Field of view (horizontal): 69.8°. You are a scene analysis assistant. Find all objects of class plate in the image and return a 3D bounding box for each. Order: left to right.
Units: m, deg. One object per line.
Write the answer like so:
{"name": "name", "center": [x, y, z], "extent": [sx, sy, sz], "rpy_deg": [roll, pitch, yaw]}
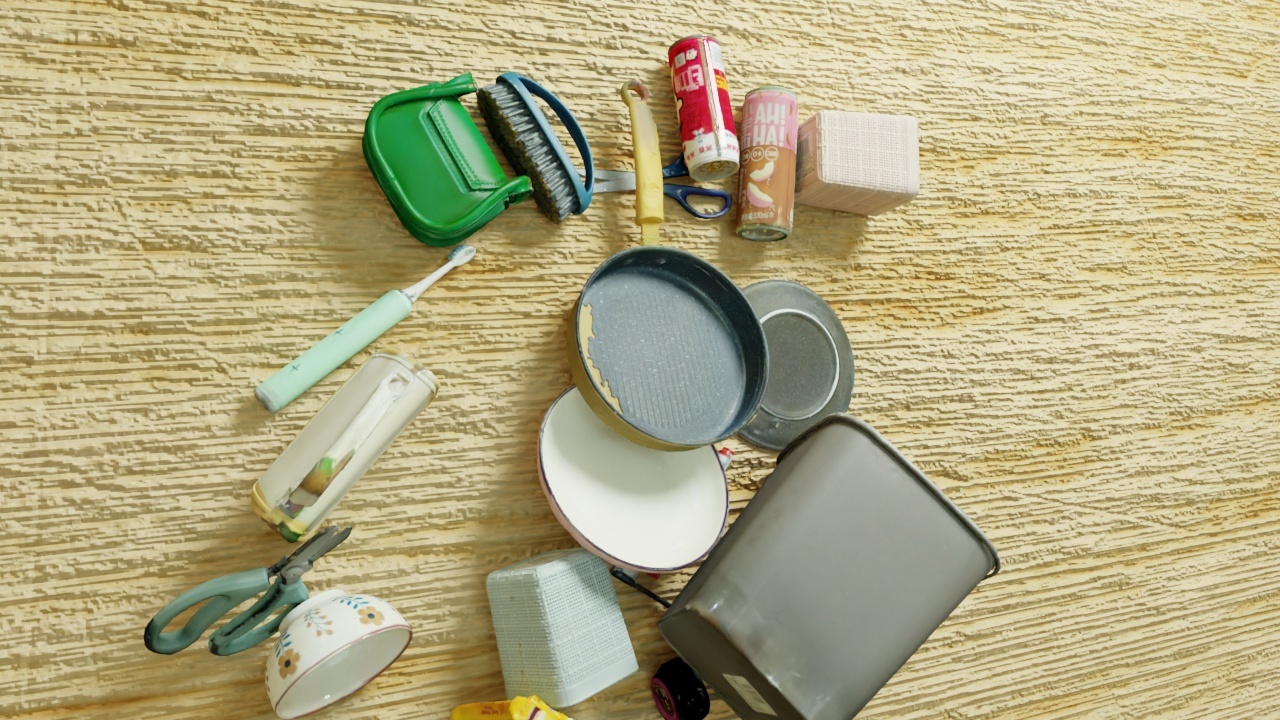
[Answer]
{"name": "plate", "center": [-0.010, 0.105, 0.824], "extent": [0.192, 0.039, 0.192], "rpy_deg": [19, 49, -23]}
{"name": "plate", "center": [0.149, 0.004, 0.937], "extent": [0.179, 0.024, 0.179], "rpy_deg": [2, 84, -23]}

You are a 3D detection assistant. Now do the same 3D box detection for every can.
{"name": "can", "center": [0.062, -0.247, 0.900], "extent": [0.053, 0.053, 0.132], "rpy_deg": [-4, 78, -23]}
{"name": "can", "center": [0.128, -0.198, 0.930], "extent": [0.058, 0.058, 0.147], "rpy_deg": [7, 82, -22]}

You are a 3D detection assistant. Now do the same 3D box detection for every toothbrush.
{"name": "toothbrush", "center": [-0.229, -0.033, 0.784], "extent": [0.224, 0.027, 0.026], "rpy_deg": [-41, 138, -20]}
{"name": "toothbrush", "center": [0.046, 0.243, 0.876], "extent": [0.181, 0.016, 0.018], "rpy_deg": [37, 64, -14]}

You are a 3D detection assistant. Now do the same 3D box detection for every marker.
{"name": "marker", "center": [0.048, 0.145, 0.886], "extent": [0.017, 0.017, 0.145], "rpy_deg": [39, 72, -14]}

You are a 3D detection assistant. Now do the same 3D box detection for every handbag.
{"name": "handbag", "center": [-0.225, 0.060, 0.695], "extent": [0.063, 0.179, 0.163], "rpy_deg": [41, 73, -8]}
{"name": "handbag", "center": [-0.170, -0.173, 0.795], "extent": [0.120, 0.068, 0.131], "rpy_deg": [-33, 96, -15]}

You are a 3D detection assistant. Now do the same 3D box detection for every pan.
{"name": "pan", "center": [0.016, -0.091, 0.857], "extent": [0.197, 0.078, 0.357], "rpy_deg": [-3, 70, -28]}

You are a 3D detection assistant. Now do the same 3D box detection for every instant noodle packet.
{"name": "instant noodle packet", "center": [-0.094, 0.320, 0.754], "extent": [0.111, 0.129, 0.044], "rpy_deg": [43, 46, -16]}

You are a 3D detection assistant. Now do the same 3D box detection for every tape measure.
{"name": "tape measure", "center": [0.038, 0.307, 0.844], "extent": [0.039, 0.058, 0.057], "rpy_deg": [-20, 51, -26]}

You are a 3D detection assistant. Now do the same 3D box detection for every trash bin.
{"name": "trash bin", "center": [0.152, 0.201, 0.802], "extent": [0.198, 0.199, 0.219], "rpy_deg": [44, 66, 7]}

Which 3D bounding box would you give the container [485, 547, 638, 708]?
{"name": "container", "center": [-0.070, 0.223, 0.782], "extent": [0.090, 0.090, 0.111], "rpy_deg": [-11, 86, -46]}

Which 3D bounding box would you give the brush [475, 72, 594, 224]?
{"name": "brush", "center": [-0.087, -0.200, 0.843], "extent": [0.073, 0.055, 0.144], "rpy_deg": [-33, 97, -20]}

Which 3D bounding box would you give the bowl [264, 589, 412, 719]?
{"name": "bowl", "center": [-0.244, 0.221, 0.718], "extent": [0.113, 0.114, 0.062], "rpy_deg": [-32, 66, -22]}

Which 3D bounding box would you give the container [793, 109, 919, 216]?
{"name": "container", "center": [0.215, -0.205, 0.952], "extent": [0.110, 0.090, 0.090], "rpy_deg": [2, 84, -19]}

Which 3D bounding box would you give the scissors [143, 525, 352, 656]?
{"name": "scissors", "center": [-0.285, 0.167, 0.670], "extent": [0.143, 0.180, 0.019], "rpy_deg": [17, 37, -52]}

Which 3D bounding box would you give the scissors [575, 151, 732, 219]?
{"name": "scissors", "center": [0.015, -0.187, 0.908], "extent": [0.172, 0.012, 0.132], "rpy_deg": [27, 77, -17]}
